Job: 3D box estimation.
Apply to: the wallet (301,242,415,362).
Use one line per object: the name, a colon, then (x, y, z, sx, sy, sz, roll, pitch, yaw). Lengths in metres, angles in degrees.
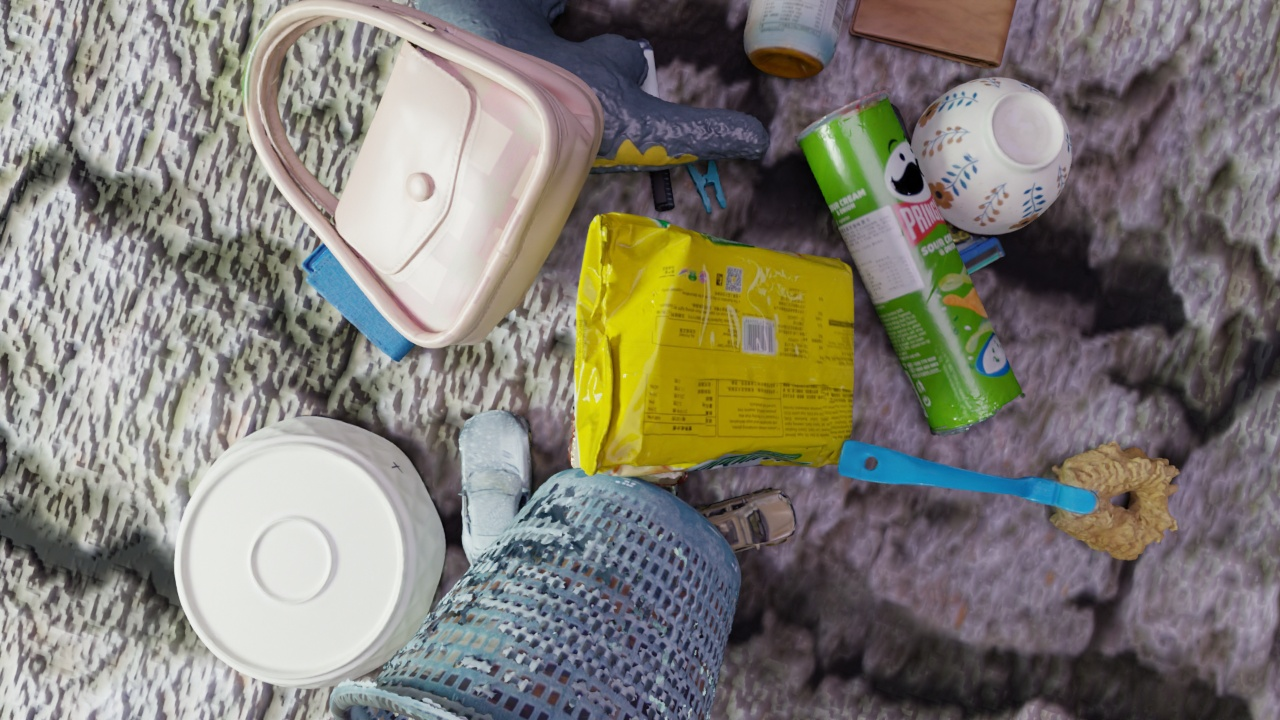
wallet: (-0.176, -0.080, 0.692, 0.106, 0.040, 0.133, 45, 90, -5)

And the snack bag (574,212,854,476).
snack bag: (0.059, -0.006, 0.596, 0.068, 0.246, 0.158, -1, 87, 46)

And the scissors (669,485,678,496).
scissors: (0.012, 0.038, 0.690, 0.145, 0.014, 0.172, -8, 87, 2)

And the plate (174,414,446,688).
plate: (-0.253, 0.146, 0.685, 0.205, 0.045, 0.205, 0, 89, 3)

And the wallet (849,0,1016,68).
wallet: (0.225, -0.279, 0.687, 0.115, 0.020, 0.101, 15, 87, 6)

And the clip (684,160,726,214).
clip: (0.049, -0.139, 0.694, 0.041, 0.014, 0.056, -22, 88, 3)

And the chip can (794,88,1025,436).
chip can: (0.189, -0.067, 0.648, 0.072, 0.072, 0.236, -25, 91, 2)

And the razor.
razor: (0.213, -0.128, 0.679, 0.042, 0.022, 0.142, -29, 86, -14)

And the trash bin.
trash bin: (-0.038, 0.184, 0.568, 0.226, 0.227, 0.194, 29, 53, 4)

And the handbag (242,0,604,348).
handbag: (-0.158, -0.140, 0.608, 0.234, 0.093, 0.194, 34, 116, 3)

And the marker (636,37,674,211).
marker: (0.009, -0.178, 0.693, 0.018, 0.022, 0.130, -9, 89, 5)

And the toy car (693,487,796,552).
toy car: (0.070, 0.122, 0.673, 0.090, 0.035, 0.042, -16, 88, 0)

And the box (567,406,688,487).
box: (-0.004, 0.004, 0.651, 0.091, 0.079, 0.168, 4, 82, 4)

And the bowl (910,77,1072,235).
bowl: (0.256, -0.151, 0.647, 0.113, 0.062, 0.113, 1, 82, -7)

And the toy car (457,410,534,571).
toy car: (-0.107, 0.097, 0.684, 0.054, 0.037, 0.120, -3, 85, 3)

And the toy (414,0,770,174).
toy: (-0.081, -0.218, 0.662, 0.356, 0.091, 0.138, 39, 85, 7)

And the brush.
brush: (0.260, 0.087, 0.640, 0.254, 0.046, 0.083, 9, 96, -10)

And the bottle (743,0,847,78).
bottle: (0.125, -0.305, 0.668, 0.068, 0.068, 0.189, 13, 89, 3)
